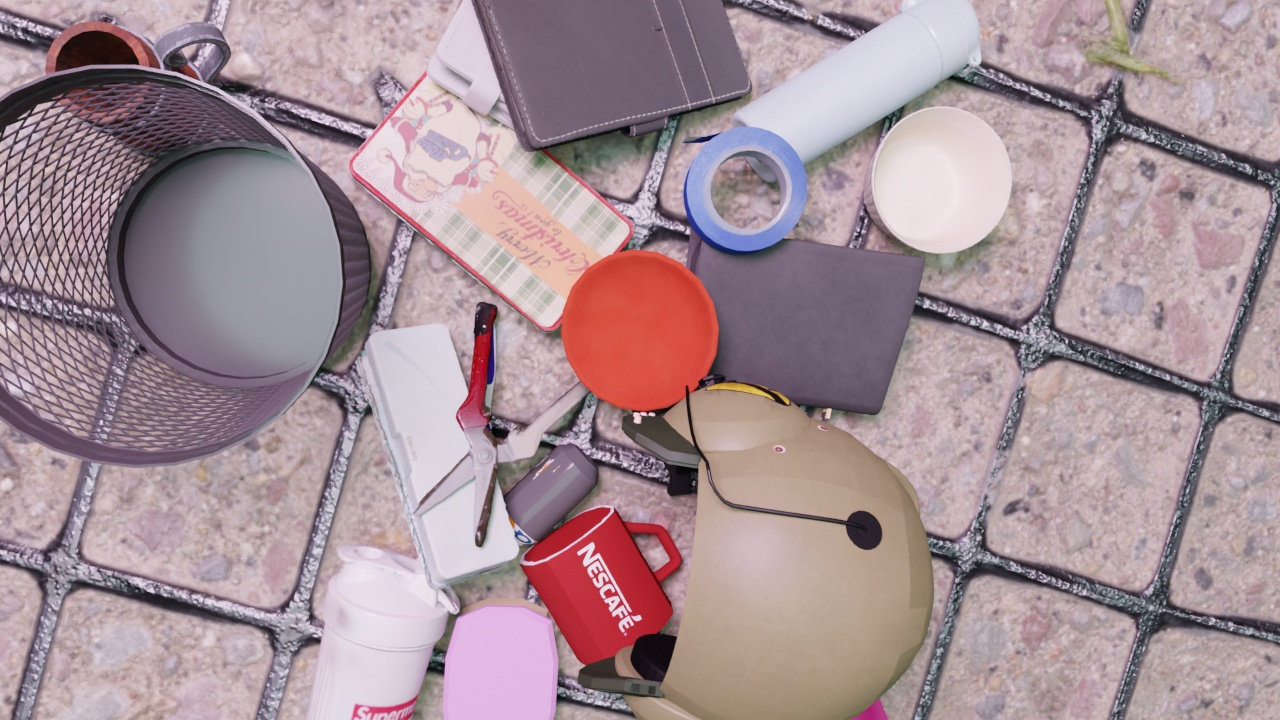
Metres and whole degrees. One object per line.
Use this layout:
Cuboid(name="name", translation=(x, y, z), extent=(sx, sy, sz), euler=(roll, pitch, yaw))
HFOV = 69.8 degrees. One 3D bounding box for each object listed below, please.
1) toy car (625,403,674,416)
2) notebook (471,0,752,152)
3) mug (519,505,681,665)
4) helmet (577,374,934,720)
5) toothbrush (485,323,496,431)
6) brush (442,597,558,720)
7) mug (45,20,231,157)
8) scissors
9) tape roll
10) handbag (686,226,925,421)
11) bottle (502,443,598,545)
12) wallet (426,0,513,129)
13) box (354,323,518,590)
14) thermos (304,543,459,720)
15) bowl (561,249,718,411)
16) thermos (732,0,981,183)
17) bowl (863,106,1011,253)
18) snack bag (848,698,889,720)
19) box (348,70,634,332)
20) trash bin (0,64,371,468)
Cuboid(name="toy car", translation=(-0.004, 0.004, 0.748), extent=(0.040, 0.037, 0.092), euler=(-21, 96, -5))
Cuboid(name="notebook", translation=(-0.021, -0.255, 0.697), extent=(0.208, 0.029, 0.169), euler=(-21, 96, -26))
Cuboid(name="mug", translation=(-0.023, 0.171, 0.739), extent=(0.116, 0.081, 0.096), euler=(-33, 97, -26))
Cuboid(name="helmet", translation=(0.085, 0.143, 0.647), extent=(0.233, 0.255, 0.250), euler=(9, 93, -5))
Cuboid(name="toothbrush", translation=(-0.129, 0.061, 0.749), extent=(0.016, 0.015, 0.186), euler=(5, 93, -12))
Cuboid(name="brush", translation=(-0.117, 0.309, 0.752), extent=(0.089, 0.043, 0.228), euler=(3, 93, -7))
Cuboid(name="mug", translation=(-0.346, -0.201, 0.658), extent=(0.117, 0.111, 0.081), euler=(-27, 96, -4))
Cuboid(name="scissors", translation=(-0.099, 0.041, 0.710), extent=(0.179, 0.015, 0.198), euler=(-6, 71, -29))
Cuboid(name="tape roll", translation=(0.078, -0.127, 0.687), extent=(0.091, 0.016, 0.093), euler=(-6, 88, -6))
Cuboid(name="handbag", translation=(0.118, 0.000, 0.751), extent=(0.175, 0.072, 0.196), euler=(7, 98, -6))
Cuboid(name="bottle", translation=(-0.084, 0.116, 0.742), extent=(0.112, 0.047, 0.047), euler=(-43, 97, -3))
Cuboid(name="wallet", translation=(-0.090, -0.232, 0.702), extent=(0.115, 0.038, 0.118), euler=(28, 63, -19))
Cuboid(name="box", translation=(-0.153, 0.068, 0.701), extent=(0.083, 0.067, 0.199), euler=(-20, 76, -9))
Cuboid(name="thermos", translation=(-0.213, 0.258, 0.719), extent=(0.099, 0.099, 0.220), euler=(15, 97, -7))
Cuboid(name="bowl", translation=(0.003, -0.024, 0.704), extent=(0.122, 0.035, 0.122), euler=(3, 100, 15))
Cuboid(name="thermos", translation=(0.176, -0.223, 0.739), extent=(0.207, 0.065, 0.078), euler=(-32, 88, -3))
Cuboid(name="bowl", translation=(0.234, -0.144, 0.752), extent=(0.115, 0.062, 0.115), euler=(0, 94, -6))
Cuboid(name="snack bag", translation=(0.117, 0.328, 0.794), extent=(0.196, 0.016, 0.070), euler=(-23, 95, -4))
Cuboid(name="box", translation=(-0.115, -0.125, 0.722), extent=(0.205, 0.050, 0.117), euler=(41, 89, -8))
Cuboid(name="trash bin", translation=(-0.291, -0.062, 0.609), extent=(0.217, 0.227, 0.218), euler=(-1, 97, -8))
